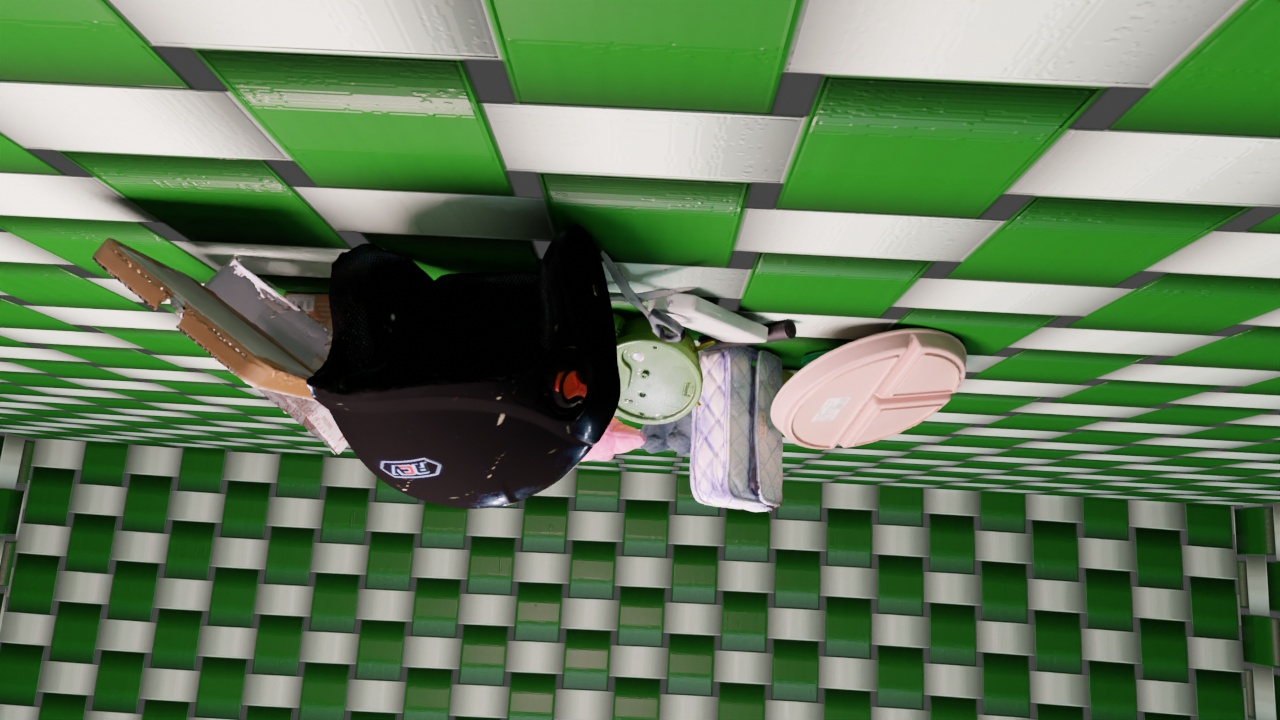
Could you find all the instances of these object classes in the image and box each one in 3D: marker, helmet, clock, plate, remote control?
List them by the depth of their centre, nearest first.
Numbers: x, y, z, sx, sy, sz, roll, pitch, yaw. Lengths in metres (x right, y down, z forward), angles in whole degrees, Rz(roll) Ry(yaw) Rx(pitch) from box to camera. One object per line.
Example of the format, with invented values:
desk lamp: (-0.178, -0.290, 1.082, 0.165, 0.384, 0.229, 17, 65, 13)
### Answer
helmet: (-0.135, 0.012, 0.759, 0.234, 0.230, 0.273, -2, -154, 26)
remote control: (0.071, -0.043, 0.935, 0.058, 0.021, 0.150, 2, 170, 38)
clock: (-0.006, 0.006, 0.994, 0.161, 0.056, 0.116, 11, 128, 0)
marker: (0.116, -0.027, 1.015, 0.022, 0.020, 0.132, 39, 151, -30)
plate: (0.262, 0.041, 1.043, 0.229, 0.028, 0.230, -10, 148, -6)

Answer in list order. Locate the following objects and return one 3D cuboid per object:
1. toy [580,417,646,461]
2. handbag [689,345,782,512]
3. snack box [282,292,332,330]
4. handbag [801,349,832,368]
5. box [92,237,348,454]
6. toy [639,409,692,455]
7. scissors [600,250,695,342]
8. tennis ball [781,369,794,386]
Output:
toy: (-0.092, 0.085, 1.156, 0.178, 0.074, 0.195, 17, 163, -13)
handbag: (0.123, 0.082, 1.106, 0.076, 0.193, 0.134, -6, 166, 36)
snack box: (-0.332, -0.024, 1.006, 0.093, 0.077, 0.094, 2, 169, 5)
handbag: (0.268, 0.023, 1.116, 0.131, 0.068, 0.120, 14, 154, -35)
box: (-0.337, -0.020, 0.817, 0.178, 0.088, 0.262, 36, 162, 10)
toy: (0.073, 0.088, 1.319, 0.091, 0.137, 0.357, 42, 165, -11)
scissors: (-0.011, -0.060, 0.853, 0.159, 0.014, 0.177, 10, 160, 23)
tennis ball: (0.186, 0.045, 1.225, 0.065, 0.065, 0.065, 3, 169, 0)
